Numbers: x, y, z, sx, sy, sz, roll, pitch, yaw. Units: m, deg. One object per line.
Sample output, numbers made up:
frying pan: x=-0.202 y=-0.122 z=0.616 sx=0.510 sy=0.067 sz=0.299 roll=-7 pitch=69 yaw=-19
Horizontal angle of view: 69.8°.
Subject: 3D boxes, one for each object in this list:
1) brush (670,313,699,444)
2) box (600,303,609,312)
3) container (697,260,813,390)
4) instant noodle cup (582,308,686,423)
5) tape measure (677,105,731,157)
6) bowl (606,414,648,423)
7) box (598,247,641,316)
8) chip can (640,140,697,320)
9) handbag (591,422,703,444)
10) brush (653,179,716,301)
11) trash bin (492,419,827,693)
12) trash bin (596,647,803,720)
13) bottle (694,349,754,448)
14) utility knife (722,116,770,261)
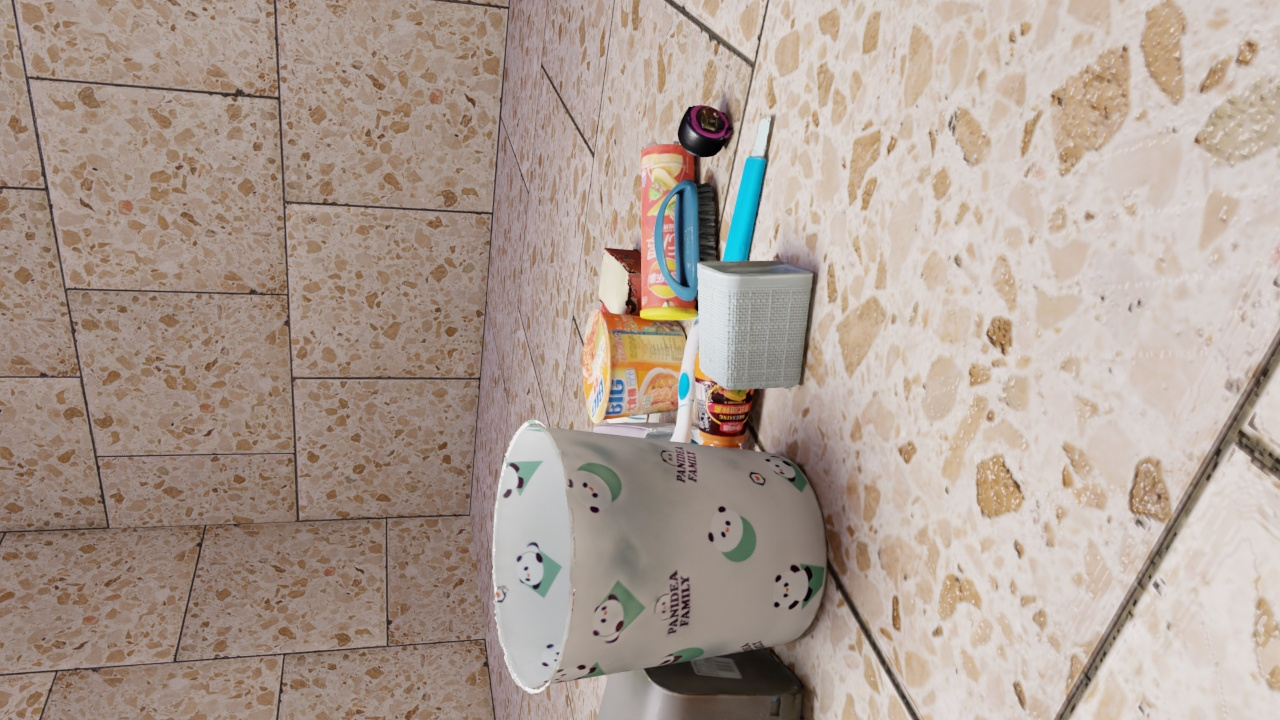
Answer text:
brush: x=0.057 y=0.088 z=1.036 sx=0.061 sy=0.109 sz=0.313 roll=-21 pitch=36 yaw=49
box: x=-0.052 y=-0.002 z=1.507 sx=0.086 sy=0.047 sz=0.202 roll=-108 pitch=24 yaw=-50
container: x=0.105 y=-0.035 z=0.873 sx=0.090 sy=0.090 sz=0.111 roll=-137 pitch=46 yaw=-69
instant noodle cup: x=-0.007 y=0.007 z=1.208 sx=0.151 sy=0.111 sz=0.151 roll=180 pitch=91 yaw=-74
tape measure: x=0.072 y=-0.262 z=1.041 sx=0.039 sy=0.057 sz=0.057 roll=118 pitch=157 yaw=-56
bowl: x=-0.032 y=0.048 z=1.373 sx=0.116 sy=0.066 sz=0.116 roll=180 pitch=91 yaw=-73
box: x=-0.020 y=-0.104 z=1.319 sx=0.168 sy=0.077 sz=0.091 roll=-128 pitch=42 yaw=-66
chip can: x=0.034 y=-0.159 z=1.144 sx=0.073 sy=0.073 sz=0.216 roll=164 pitch=106 yaw=-73
handbag: x=0.012 y=0.150 z=1.155 sx=0.197 sy=0.098 sz=0.145 roll=175 pitch=98 yaw=-70
brush: x=0.052 y=-0.142 z=1.079 sx=0.055 sy=0.073 sz=0.144 roll=171 pitch=100 yaw=-69
trash bin: x=0.014 y=0.174 z=0.840 sx=0.230 sy=0.251 sz=0.229 roll=-176 pitch=90 yaw=-66
trash bin: x=0.050 y=0.390 z=0.889 sx=0.199 sy=0.199 sz=0.220 roll=-151 pitch=69 yaw=-70
bottle: x=0.087 y=0.054 z=0.967 sx=0.067 sy=0.066 sz=0.149 roll=-139 pitch=49 yaw=-69
utility knife: x=0.113 y=-0.166 z=0.968 sx=0.034 sy=0.018 sz=0.186 roll=48 pitch=136 yaw=50
